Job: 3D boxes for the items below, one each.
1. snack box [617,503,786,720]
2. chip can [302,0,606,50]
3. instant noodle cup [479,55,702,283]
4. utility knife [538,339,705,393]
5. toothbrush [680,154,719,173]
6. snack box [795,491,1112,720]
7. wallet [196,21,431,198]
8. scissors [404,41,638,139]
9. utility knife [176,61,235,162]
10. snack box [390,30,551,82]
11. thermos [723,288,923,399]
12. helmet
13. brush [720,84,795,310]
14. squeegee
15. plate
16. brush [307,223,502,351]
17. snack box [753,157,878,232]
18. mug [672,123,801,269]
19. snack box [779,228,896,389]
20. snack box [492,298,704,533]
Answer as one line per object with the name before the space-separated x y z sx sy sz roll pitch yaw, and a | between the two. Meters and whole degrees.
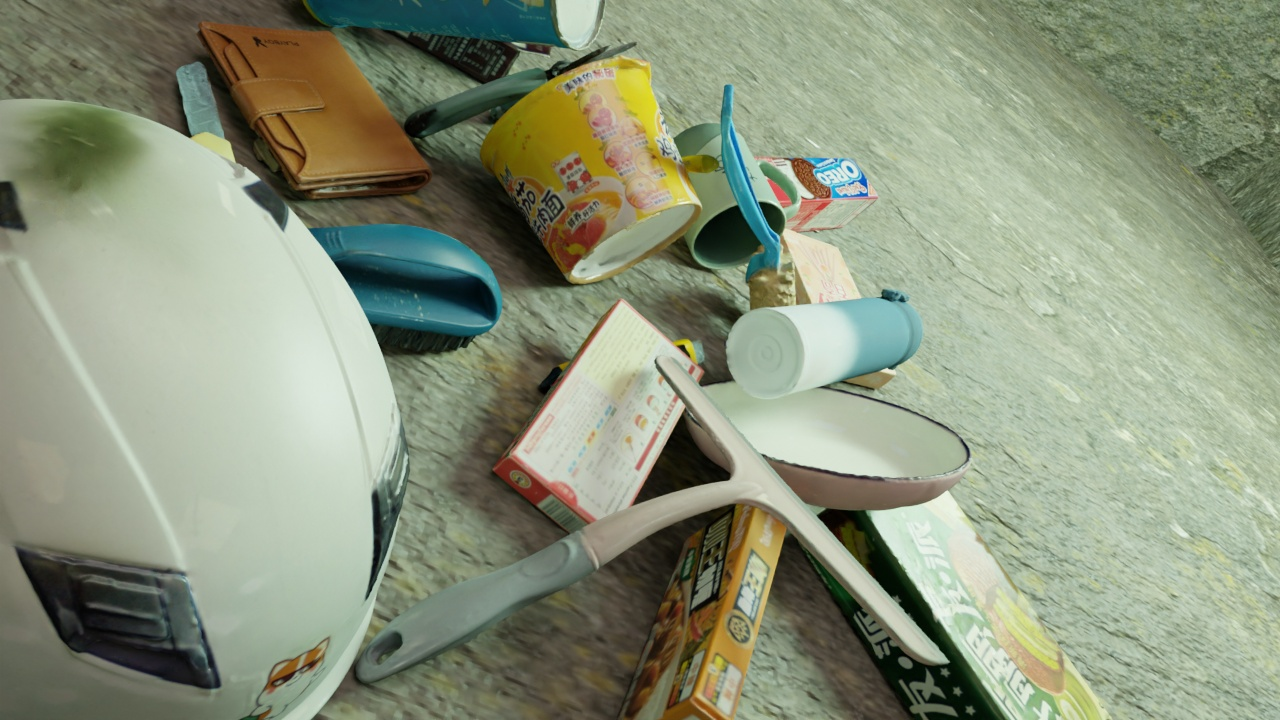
snack box | 0.035 0.141 0.498 0.026 0.075 0.153 40 37 -7
chip can | -0.131 -0.258 0.627 0.210 0.071 0.071 13 31 22
instant noodle cup | -0.029 -0.127 0.650 0.137 0.138 0.109 -19 77 -50
utility knife | -0.004 0.004 0.639 0.170 0.015 0.033 -16 70 -48
toothbrush | 0.025 -0.148 0.716 0.015 0.016 0.190 22 4 -16
snack box | 0.220 0.191 0.634 0.114 0.063 0.240 -13 65 -48
wallet | -0.210 -0.162 0.593 0.107 0.031 0.132 -18 68 -52
scissors | -0.093 -0.187 0.647 0.180 0.171 0.019 -26 103 -32
utility knife | -0.233 -0.094 0.515 0.030 0.022 0.212 -1 63 -45
snack box | -0.139 -0.292 0.760 0.125 0.053 0.113 25 42 -26
thermos | 0.152 -0.017 0.712 0.219 0.070 0.070 -10 63 -50
helmet | -0.191 0.010 0.343 0.274 0.157 0.229 53 38 11
brush | 0.086 -0.096 0.683 0.255 0.046 0.083 64 27 -51
squeegee | -0.018 0.094 0.451 0.249 0.040 0.247 -19 47 -25
plate | 0.121 0.059 0.622 0.192 0.039 0.192 7 15 -2
brush | -0.135 -0.044 0.510 0.143 0.074 0.055 10 53 -45
snack box | 0.160 -0.164 0.917 0.207 0.058 0.057 -13 68 -48
mug | 0.079 -0.146 0.790 0.111 0.082 0.106 -10 55 -15
snack box | 0.173 -0.050 0.847 0.084 0.026 0.157 12 48 -36
snack box | -0.020 0.034 0.569 0.077 0.027 0.155 41 45 -8
